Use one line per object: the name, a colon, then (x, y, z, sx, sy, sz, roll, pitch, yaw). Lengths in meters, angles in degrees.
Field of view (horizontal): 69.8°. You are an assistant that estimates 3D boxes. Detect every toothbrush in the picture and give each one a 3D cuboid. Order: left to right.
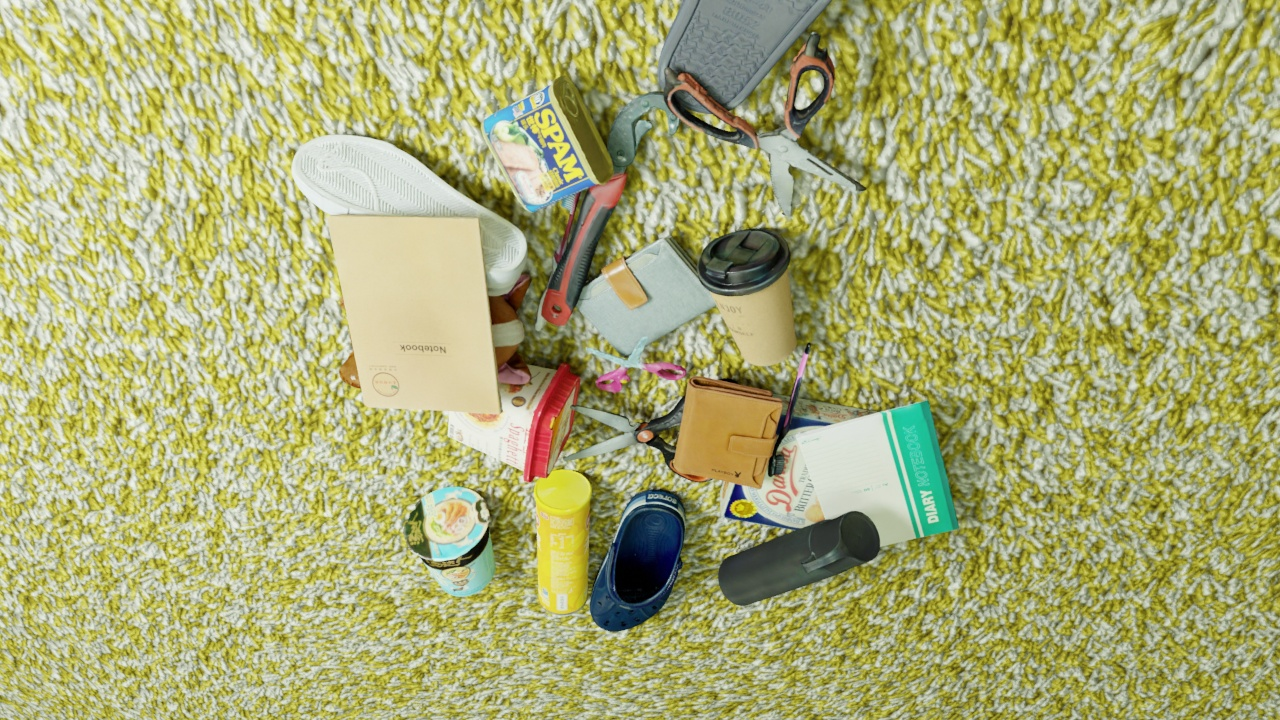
toothbrush: (-0.090, -0.105, 0.958, 0.017, 0.016, 0.188, 20, 127, -1)
toothbrush: (0.167, 0.058, 1.010, 0.017, 0.014, 0.190, 2, 126, -10)

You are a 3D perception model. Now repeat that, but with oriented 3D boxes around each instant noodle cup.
instant noodle cup: (-0.237, 0.244, 1.192, 0.111, 0.111, 0.121, -2, 135, 6)
instant noodle cup: (-0.145, 0.058, 1.036, 0.124, 0.116, 0.117, 17, 128, 6)

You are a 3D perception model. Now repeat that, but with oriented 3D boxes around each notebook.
notebook: (-0.215, -0.041, 0.890, 0.148, 0.008, 0.208, 3, 119, 9)
notebook: (0.279, 0.142, 1.067, 0.150, 0.012, 0.209, -16, 125, 13)

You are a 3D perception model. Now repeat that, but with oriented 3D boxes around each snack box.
snack box: (0.202, 0.129, 1.097, 0.182, 0.045, 0.178, 10, 127, -3)

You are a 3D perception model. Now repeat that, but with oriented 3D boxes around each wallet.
wallet: (0.003, -0.066, 0.966, 0.130, 0.036, 0.106, -29, 122, 26)
wallet: (0.097, 0.083, 1.027, 0.108, 0.031, 0.132, 12, 129, 5)

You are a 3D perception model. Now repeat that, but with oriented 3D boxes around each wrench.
wrench: (-0.040, -0.144, 0.909, 0.056, 0.016, 0.274, 28, 121, -4)

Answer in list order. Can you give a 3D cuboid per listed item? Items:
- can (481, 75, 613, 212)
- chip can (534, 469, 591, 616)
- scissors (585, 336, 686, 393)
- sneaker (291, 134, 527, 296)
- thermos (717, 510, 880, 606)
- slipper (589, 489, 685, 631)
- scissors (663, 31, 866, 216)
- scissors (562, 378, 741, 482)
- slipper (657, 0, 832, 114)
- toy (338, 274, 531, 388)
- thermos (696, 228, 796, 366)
can: (-0.086, -0.197, 0.849, 0.083, 0.057, 0.102, -19, 111, 24)
chip can: (-0.100, 0.241, 1.193, 0.072, 0.071, 0.214, 4, 128, 1)
scissors: (-0.005, 0.006, 1.015, 0.134, 0.017, 0.134, 7, 151, -15)
sneaker: (-0.225, -0.138, 0.908, 0.242, 0.089, 0.091, 28, 157, -2)
thermos: (0.179, 0.246, 1.117, 0.243, 0.089, 0.068, -41, 72, 52)
slipper: (0.002, 0.280, 1.204, 0.105, 0.095, 0.253, 16, 124, -4)
scissors: (0.116, -0.205, 0.824, 0.189, 0.015, 0.223, 7, 149, 9)
scissors: (0.027, 0.088, 1.069, 0.221, 0.021, 0.232, -32, 129, 15)
slipper: (0.096, -0.316, 0.743, 0.110, 0.083, 0.269, 21, 146, -15)
toy: (-0.213, -0.031, 0.968, 0.199, 0.130, 0.140, 2, 104, -6)
thermos: (0.115, -0.063, 0.931, 0.093, 0.092, 0.143, -11, 133, 13)
